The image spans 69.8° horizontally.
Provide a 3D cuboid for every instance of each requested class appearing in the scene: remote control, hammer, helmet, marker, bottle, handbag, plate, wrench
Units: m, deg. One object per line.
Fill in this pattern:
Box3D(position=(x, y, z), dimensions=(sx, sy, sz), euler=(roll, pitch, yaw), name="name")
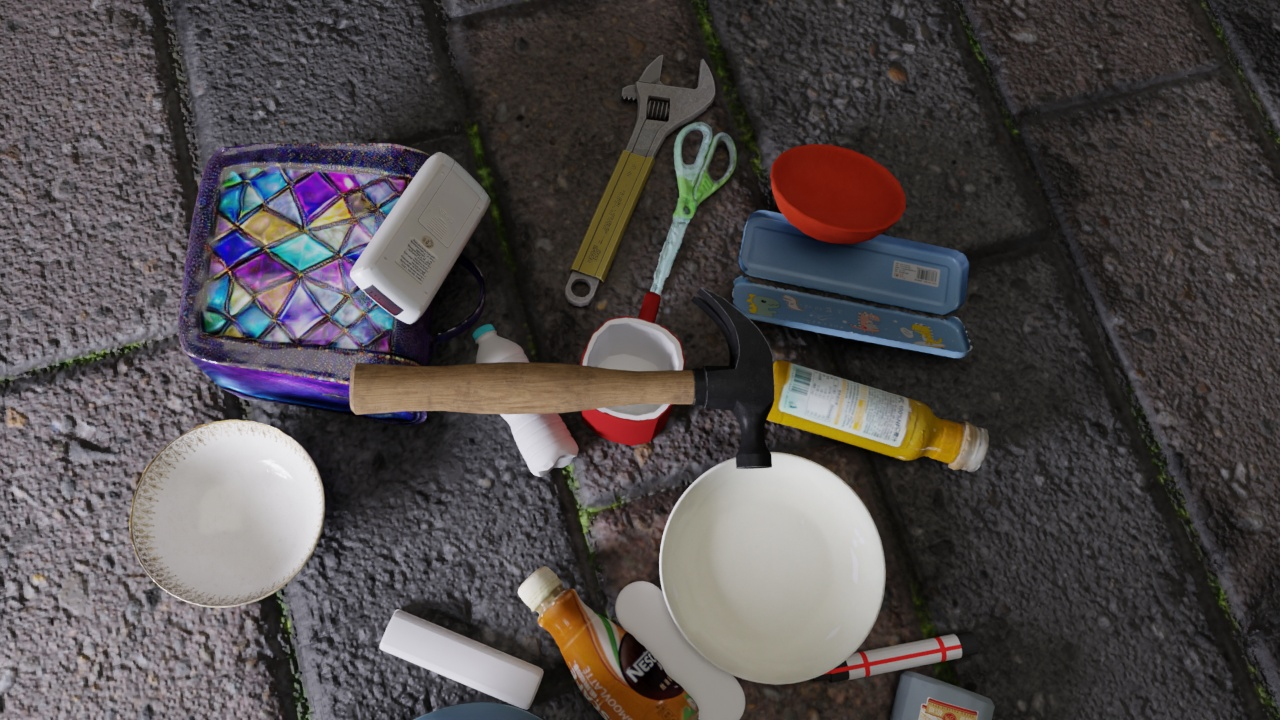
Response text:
Box3D(position=(0.031, 0.236, 0.738), dimensions=(0.043, 0.013, 0.136), euler=(-39, 80, -12), name="remote control")
Box3D(position=(-0.054, 0.015, 0.674), dimensions=(0.305, 0.040, 0.132), euler=(0, 80, -8), name="hammer")
Box3D(position=(-0.143, 0.238, 0.730), dimensions=(0.131, 0.012, 0.033), euler=(21, 75, 4), name="remote control")
Box3D(position=(-0.104, 0.380, 0.616), dimensions=(0.225, 0.167, 0.265), euler=(-23, 90, -15), name="helmet")
Box3D(position=(0.200, 0.241, 0.740), dimensions=(0.145, 0.019, 0.019), euler=(-9, 75, -5), name="marker")
Box3D(position=(0.217, 0.329, 0.703), dimensions=(0.072, 0.046, 0.161), euler=(19, 75, 3), name="bottle")
Box3D(position=(-0.239, -0.060, 0.748), dimensions=(0.222, 0.126, 0.204), euler=(4, 74, -10), name="handbag")
Box3D(position=(0.197, 0.050, 0.775), dimensions=(0.186, 0.053, 0.053), euler=(16, 74, 2), name="bottle")
Box3D(position=(0.105, 0.167, 0.749), dimensions=(0.182, 0.034, 0.182), euler=(1, 75, -2), name="plate")
Box3D(position=(-0.165, -0.096, 0.705), dimensions=(0.060, 0.026, 0.138), euler=(44, 54, -30), name="remote control")
Box3D(position=(-0.005, -0.169, 0.845), dimensions=(0.083, 0.018, 0.273), euler=(21, 75, 2), name="wrench")
Box3D(position=(-0.102, 0.031, 0.772), dimensions=(0.044, 0.044, 0.136), euler=(-29, 78, -10), name="bottle")
Box3D(position=(-0.030, 0.231, 0.713), dimensions=(0.059, 0.059, 0.167), euler=(-42, 77, -13), name="bottle")

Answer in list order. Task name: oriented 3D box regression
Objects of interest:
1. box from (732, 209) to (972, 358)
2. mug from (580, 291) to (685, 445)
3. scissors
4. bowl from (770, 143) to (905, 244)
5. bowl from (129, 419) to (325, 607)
Box3D(position=(0.187, -0.063, 0.816), dimensions=(0.209, 0.039, 0.126), euler=(11, 58, 1), name="box")
Box3D(position=(-0.004, 0.004, 0.756), dimensions=(0.080, 0.097, 0.116), euler=(17, 74, 2), name="mug")
Box3D(position=(0.041, -0.136, 0.835), dimensions=(0.065, 0.033, 0.174), euler=(25, 82, -20), name="scissors")
Box3D(position=(0.172, -0.143, 0.821), dimensions=(0.122, 0.035, 0.121), euler=(5, 48, -6), name="bowl")
Box3D(position=(-0.316, 0.123, 0.727), dimensions=(0.145, 0.063, 0.145), euler=(1, 74, -2), name="bowl")
